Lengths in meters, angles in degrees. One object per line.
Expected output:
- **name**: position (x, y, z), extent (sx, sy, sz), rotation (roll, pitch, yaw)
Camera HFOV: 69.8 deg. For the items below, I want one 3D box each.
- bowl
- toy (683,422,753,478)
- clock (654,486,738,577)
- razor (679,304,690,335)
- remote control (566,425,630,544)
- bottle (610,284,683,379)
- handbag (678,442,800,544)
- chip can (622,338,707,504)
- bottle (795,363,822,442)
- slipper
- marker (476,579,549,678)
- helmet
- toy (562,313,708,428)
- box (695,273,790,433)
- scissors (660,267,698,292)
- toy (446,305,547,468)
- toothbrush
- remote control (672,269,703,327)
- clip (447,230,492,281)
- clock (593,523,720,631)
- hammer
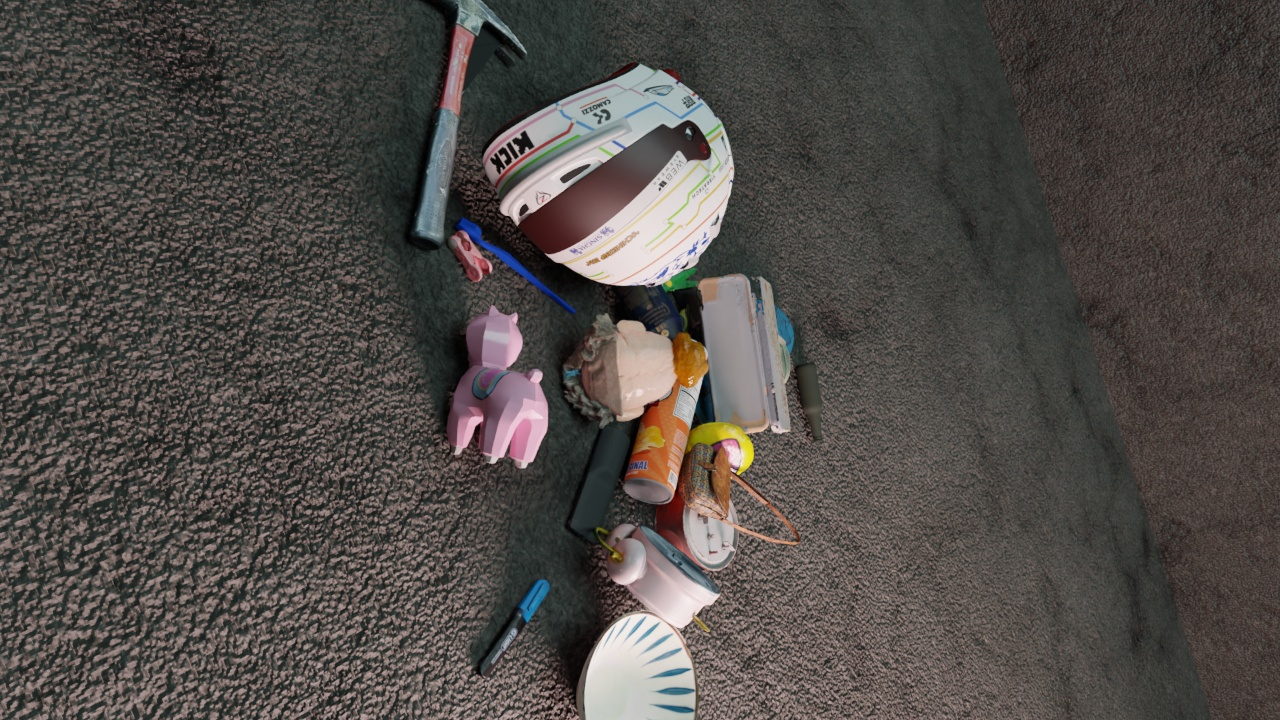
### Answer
- **bowl**: position (-0.020, 0.361, 0.987), extent (0.177, 0.071, 0.177), rotation (18, 65, -44)
- **toy**: position (0.099, 0.118, 1.188), extent (0.095, 0.094, 0.041), rotation (25, 34, -16)
- **clock**: position (0.068, 0.222, 1.140), extent (0.110, 0.062, 0.156), rotation (54, 44, -21)
- **razor**: position (0.023, -0.043, 1.209), extent (0.143, 0.021, 0.044), rotation (-17, 108, -50)
- **remote control**: position (-0.046, 0.143, 1.070), extent (0.045, 0.021, 0.140), rotation (42, 51, -30)
- **bottle**: position (0.019, -0.052, 1.148), extent (0.056, 0.056, 0.160), rotation (-13, 67, -49)
- **handbag**: position (0.133, 0.178, 1.144), extent (0.195, 0.043, 0.093), rotation (35, 36, -19)
- **chip can**: position (0.034, 0.072, 1.150), extent (0.062, 0.062, 0.209), rotation (40, 50, -32)
- **bottle**: position (0.268, 0.067, 1.438), extent (0.033, 0.033, 0.123), rotation (2, 76, -48)
- **slipper**: position (0.160, -0.004, 1.322), extent (0.118, 0.060, 0.293), rotation (57, 44, -13)
- **marker**: position (-0.129, 0.272, 0.938), extent (0.018, 0.015, 0.122), rotation (56, 45, -20)
- **helmet**: position (-0.017, -0.200, 1.052), extent (0.236, 0.232, 0.313), rotation (56, 37, -10)
- **toy**: position (-0.006, 0.006, 1.083), extent (0.175, 0.076, 0.133), rotation (-4, 108, -11)
- **box**: position (0.144, -0.005, 1.258), extent (0.121, 0.094, 0.217), rotation (-6, 79, -4)
- **scissors**: position (0.032, -0.113, 1.239), extent (0.131, 0.013, 0.078), rotation (-32, 100, -39)
- **toy**: position (-0.144, 0.025, 0.935), extent (0.067, 0.123, 0.157), rotation (16, 81, -44)
- **toothbrush**: position (-0.139, -0.106, 1.056), extent (0.186, 0.017, 0.011), rotation (37, 50, -37)
- **remote control**: position (0.055, -0.107, 1.274), extent (0.039, 0.010, 0.125), rotation (-39, 106, -47)
- **clip**: position (-0.183, -0.117, 1.004), extent (0.059, 0.023, 0.039), rotation (54, 47, -18)
- **clock**: position (0.013, 0.233, 1.025), extent (0.158, 0.117, 0.059), rotation (39, 89, -10)
- **hammer**: position (-0.206, -0.268, 1.019), extent (0.140, 0.036, 0.325), rotation (24, 60, -40)
